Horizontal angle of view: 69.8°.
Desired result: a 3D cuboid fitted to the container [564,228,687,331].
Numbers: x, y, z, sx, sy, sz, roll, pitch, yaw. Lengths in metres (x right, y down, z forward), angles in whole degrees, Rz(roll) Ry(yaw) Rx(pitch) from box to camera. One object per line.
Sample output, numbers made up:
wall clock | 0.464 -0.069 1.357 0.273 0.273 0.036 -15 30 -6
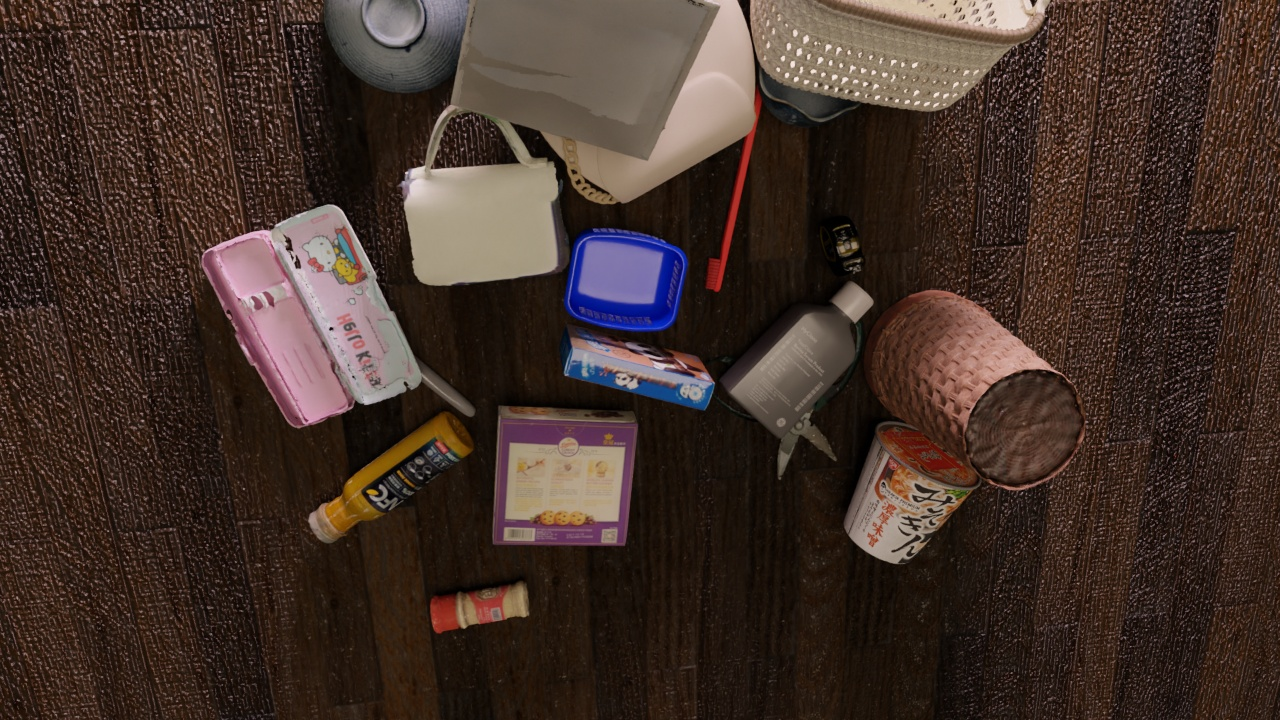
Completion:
container | -0.018 -0.084 0.927 0.114 0.058 0.096 8 107 -10

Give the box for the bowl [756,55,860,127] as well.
bowl | 0.155 -0.265 0.883 0.110 0.055 0.110 5 68 -12

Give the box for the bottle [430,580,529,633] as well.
bottle | -0.180 0.278 1.036 0.109 0.044 0.044 -10 109 -5

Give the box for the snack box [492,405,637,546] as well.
snack box | -0.082 0.123 0.969 0.143 0.040 0.148 3 108 -9

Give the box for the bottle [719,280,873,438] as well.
bottle | 0.174 -0.010 0.972 0.083 0.046 0.174 41 97 -16

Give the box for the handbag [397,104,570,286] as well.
handbag | -0.148 -0.164 0.865 0.151 0.074 0.176 -7 128 -3

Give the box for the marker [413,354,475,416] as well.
marker | -0.224 0.011 0.956 0.138 0.016 0.022 42 76 -19

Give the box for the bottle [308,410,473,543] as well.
bottle | -0.265 0.126 0.967 0.186 0.053 0.053 -35 109 5

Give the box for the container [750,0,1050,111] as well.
container | 0.214 -0.324 0.810 0.246 0.184 0.143 7 152 -11

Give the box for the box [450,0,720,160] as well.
box | -0.050 -0.329 0.801 0.167 0.421 0.174 14 124 -13

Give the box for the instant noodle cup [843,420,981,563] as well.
instant noodle cup | 0.293 0.153 1.025 0.123 0.123 0.122 16 114 -13

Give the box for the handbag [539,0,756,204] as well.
handbag | -0.004 -0.268 0.843 0.211 0.103 0.208 -29 110 2

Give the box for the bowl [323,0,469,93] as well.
bowl | -0.219 -0.310 0.825 0.137 0.057 0.137 -2 109 -7

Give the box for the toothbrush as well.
toothbrush | 0.094 -0.174 0.937 0.018 0.012 0.213 8 107 -10

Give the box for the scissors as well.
scissors | 0.153 0.034 1.014 0.202 0.015 0.202 14 104 -13

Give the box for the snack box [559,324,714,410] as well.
snack box | -0.006 0.006 0.944 0.151 0.087 0.034 15 105 -12

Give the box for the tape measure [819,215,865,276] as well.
tape measure | 0.209 -0.119 0.945 0.034 0.061 0.061 -18 92 0

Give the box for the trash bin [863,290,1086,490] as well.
trash bin | 0.335 0.024 0.932 0.151 0.210 0.151 -2 108 -8

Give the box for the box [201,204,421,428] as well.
box | -0.323 -0.041 0.912 0.152 0.038 0.201 -21 110 0
